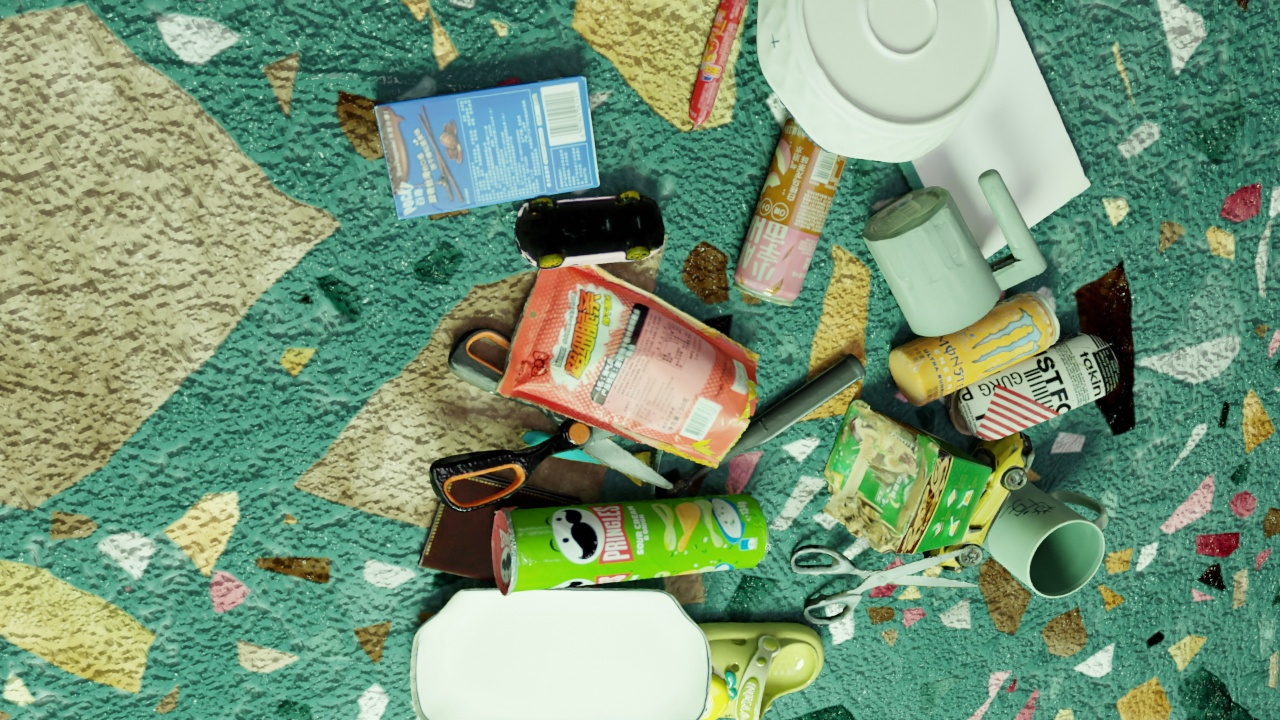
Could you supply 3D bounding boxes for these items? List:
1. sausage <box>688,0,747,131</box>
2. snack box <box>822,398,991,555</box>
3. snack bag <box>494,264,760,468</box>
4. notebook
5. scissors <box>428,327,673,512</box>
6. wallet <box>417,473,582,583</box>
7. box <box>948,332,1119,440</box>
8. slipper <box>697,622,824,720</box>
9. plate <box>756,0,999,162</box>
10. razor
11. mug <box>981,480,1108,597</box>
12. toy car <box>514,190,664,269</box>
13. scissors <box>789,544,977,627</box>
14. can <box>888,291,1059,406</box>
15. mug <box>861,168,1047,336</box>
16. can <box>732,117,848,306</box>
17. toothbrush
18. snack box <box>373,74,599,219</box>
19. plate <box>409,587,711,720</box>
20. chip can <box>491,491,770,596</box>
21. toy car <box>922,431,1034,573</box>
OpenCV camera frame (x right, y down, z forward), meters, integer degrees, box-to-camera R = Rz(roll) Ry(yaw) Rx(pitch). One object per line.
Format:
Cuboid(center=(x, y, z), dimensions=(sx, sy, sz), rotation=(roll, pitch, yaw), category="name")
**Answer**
Cuboid(center=(0.065, -0.256, 0.718), dimensions=(0.020, 0.020, 0.156), rotation=(14, 104, -19), category="sausage")
Cuboid(center=(0.251, 0.110, 0.850), dimensions=(0.105, 0.118, 0.118), rotation=(9, 106, -31), category="snack box")
Cuboid(center=(-0.005, 0.004, 0.762), dimensions=(0.207, 0.073, 0.128), rotation=(23, 84, -16), category="snack bag")
Cuboid(center=(0.295, -0.196, 0.804), dimensions=(0.150, 0.012, 0.209), rotation=(-36, 113, 0), category="notebook")
Cuboid(center=(-0.076, 0.062, 0.766), dimensions=(0.223, 0.022, 0.221), rotation=(-45, 103, -19), category="scissors")
Cuboid(center=(-0.122, 0.151, 0.805), dimensions=(0.122, 0.020, 0.096), rotation=(18, 99, -19), category="wallet")
Cuboid(center=(0.371, 0.021, 0.886), dimensions=(0.163, 0.079, 0.074), rotation=(-23, 90, -5), category="box")
Cuboid(center=(0.099, 0.304, 0.884), dimensions=(0.190, 0.081, 0.092), rotation=(-3, 106, -17), category="slipper")
Cuboid(center=(0.190, -0.257, 0.704), dimensions=(0.204, 0.046, 0.205), rotation=(1, 88, -17), category="plate")
Cuboid(center=(-0.044, 0.082, 0.796), dimensions=(0.132, 0.028, 0.043), rotation=(16, 79, -19), category="razor")
Cuboid(center=(0.394, 0.162, 0.900), dimensions=(0.111, 0.106, 0.082), rotation=(-28, 112, -4), category="mug")
Cuboid(center=(-0.040, -0.102, 0.726), dimensions=(0.122, 0.037, 0.056), rotation=(-7, 80, -17), category="toy car")
Cuboid(center=(0.226, 0.211, 0.888), dimensions=(0.172, 0.014, 0.160), rotation=(30, 118, -3), category="scissors")
Cuboid(center=(0.305, -0.011, 0.844), dimensions=(0.146, 0.058, 0.058), rotation=(-23, 112, -7), category="can")
Cuboid(center=(0.266, -0.094, 0.784), dimensions=(0.124, 0.083, 0.103), rotation=(-28, 113, 21), category="mug")
Cuboid(center=(0.125, -0.122, 0.757), dimensions=(0.058, 0.058, 0.147), rotation=(13, 104, -19), category="can")
Cuboid(center=(0.111, 0.062, 0.833), dimensions=(0.212, 0.027, 0.026), rotation=(-34, 76, -2), category="toothbrush")
Cuboid(center=(-0.114, -0.162, 0.696), dimensions=(0.157, 0.026, 0.084), rotation=(-11, 111, -11), category="snack box")
Cuboid(center=(-0.070, 0.276, 0.824), dimensions=(0.265, 0.034, 0.162), rotation=(0, 98, -3), category="plate")
Cuboid(center=(-0.006, 0.155, 0.794), dimensions=(0.235, 0.072, 0.072), rotation=(-1, 108, -22), category="chip can")
Cuboid(center=(0.323, 0.132, 0.886), dimensions=(0.041, 0.071, 0.156), rotation=(23, 107, -7), category="toy car")
